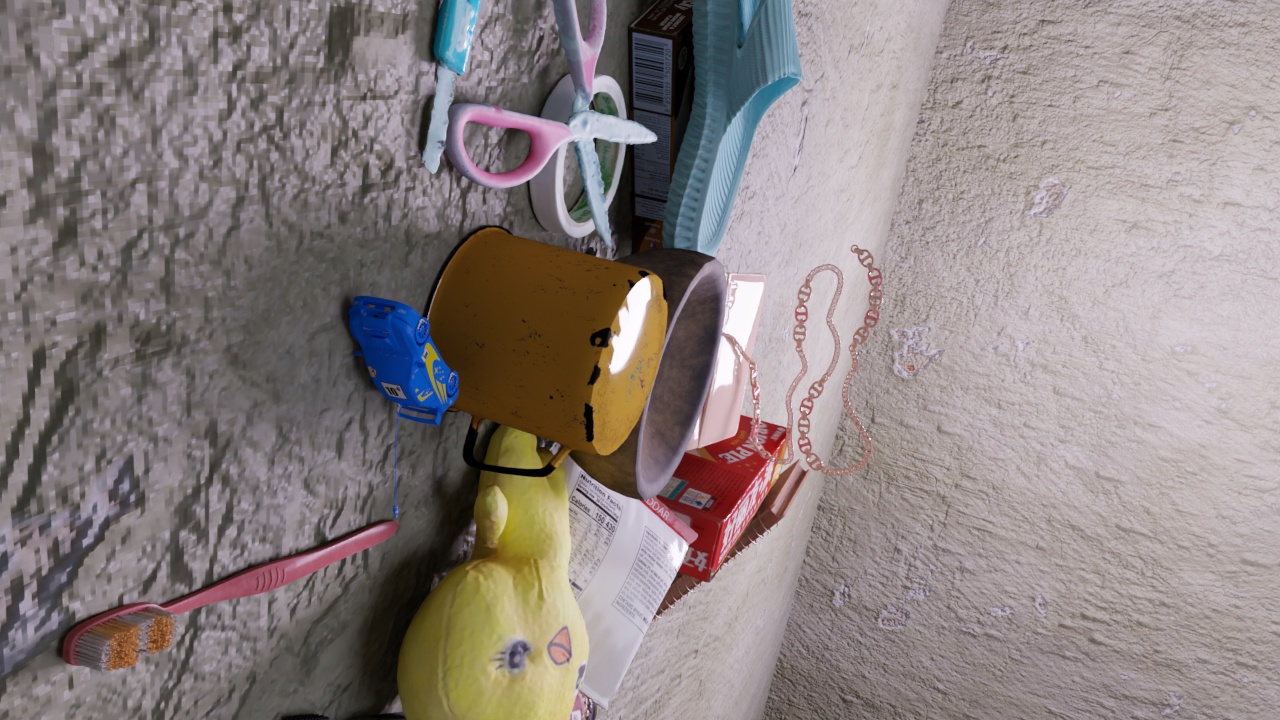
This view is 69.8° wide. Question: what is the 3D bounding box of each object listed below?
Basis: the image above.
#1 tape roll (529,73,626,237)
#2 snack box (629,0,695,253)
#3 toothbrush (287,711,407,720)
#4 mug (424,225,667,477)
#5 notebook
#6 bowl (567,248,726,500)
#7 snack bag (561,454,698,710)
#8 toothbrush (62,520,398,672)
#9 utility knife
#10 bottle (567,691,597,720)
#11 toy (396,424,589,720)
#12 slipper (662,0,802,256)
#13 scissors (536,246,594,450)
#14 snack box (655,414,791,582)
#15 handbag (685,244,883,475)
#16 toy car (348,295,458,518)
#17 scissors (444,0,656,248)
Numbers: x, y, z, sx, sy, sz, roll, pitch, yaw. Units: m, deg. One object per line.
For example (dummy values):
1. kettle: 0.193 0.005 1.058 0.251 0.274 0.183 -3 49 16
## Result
1. tape roll: -0.034 -0.118 0.530 0.093 0.018 0.094 18 89 -73
2. snack box: 0.028 -0.163 0.654 0.186 0.032 0.100 89 25 -43
3. toothbrush: -0.143 0.195 0.493 0.167 0.013 0.013 55 46 -68
4. mug: -0.048 0.002 0.470 0.100 0.094 0.123 30 78 -72
5. notebook: 0.082 0.194 0.959 0.211 0.022 0.168 -43 174 22
6. bowl: -0.003 0.003 0.593 0.162 0.070 0.162 17 89 -74
7. snack bag: -0.031 0.144 0.634 0.131 0.039 0.143 44 60 -23
8. toothbrush: -0.149 0.088 0.377 0.184 0.016 0.015 -10 108 -72
9. utility knife: -0.074 -0.152 0.387 0.022 0.015 0.149 -6 114 -53
10. bottle: -0.074 0.267 0.691 0.105 0.056 0.056 46 62 -69
11. toy: -0.078 0.138 0.521 0.134 0.092 0.207 54 44 -54
12. slipper: 0.070 -0.184 0.596 0.115 0.069 0.277 -44 147 -62
13. scissors: -0.040 -0.001 0.624 0.120 0.014 0.160 2 107 -71
14. snack box: 0.053 0.107 0.834 0.235 0.113 0.060 -34 136 -64
15. handbag: 0.102 -0.005 0.761 0.116 0.187 0.199 -11 112 -63
16. toy car: -0.109 0.022 0.399 0.092 0.033 0.061 77 27 -57
17. scissors: -0.036 -0.140 0.468 0.170 0.013 0.175 -11 109 -54
